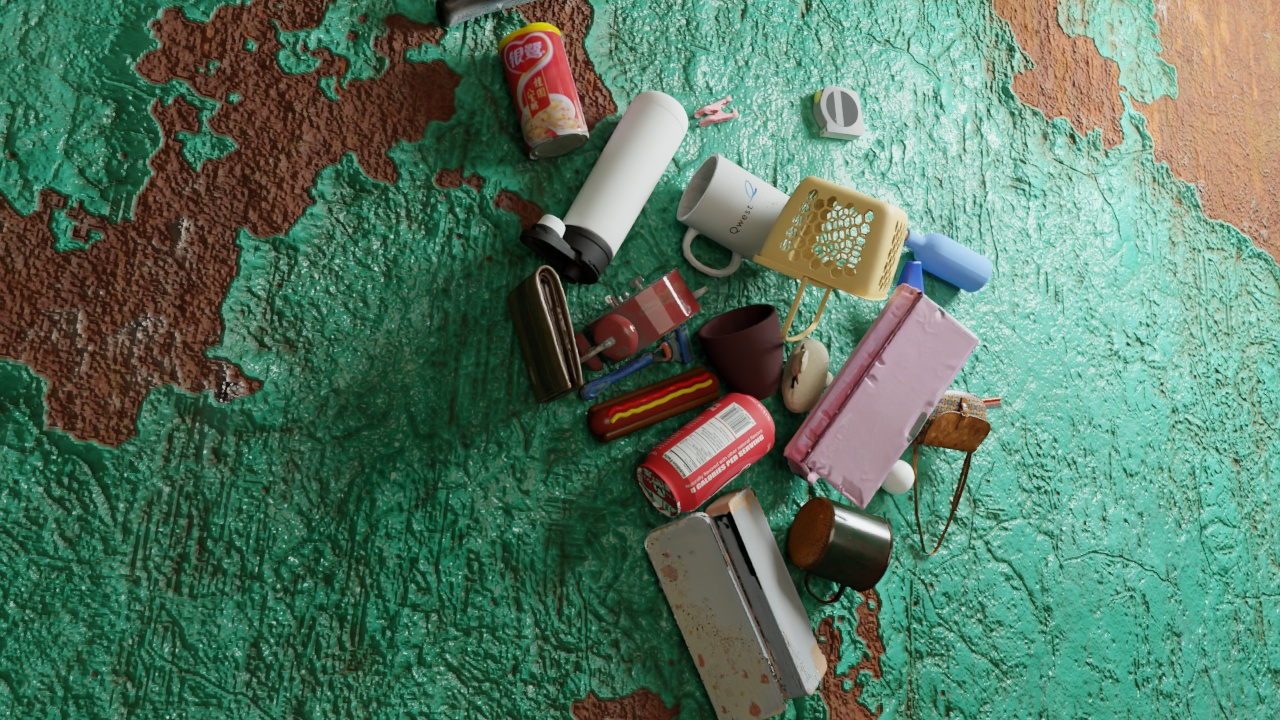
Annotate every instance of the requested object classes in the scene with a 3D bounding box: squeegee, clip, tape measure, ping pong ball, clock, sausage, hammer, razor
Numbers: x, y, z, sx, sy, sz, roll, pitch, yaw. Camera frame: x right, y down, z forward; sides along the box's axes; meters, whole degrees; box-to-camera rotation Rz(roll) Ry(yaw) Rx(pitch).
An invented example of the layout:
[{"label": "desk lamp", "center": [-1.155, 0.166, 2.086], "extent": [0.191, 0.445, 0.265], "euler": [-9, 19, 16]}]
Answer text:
[{"label": "squeegee", "center": [0.323, -0.025, 1.094], "extent": [0.249, 0.055, 0.185], "euler": [-4, 97, -22]}, {"label": "clip", "center": [0.091, -0.284, 1.065], "extent": [0.044, 0.023, 0.060], "euler": [45, 60, -8]}, {"label": "tape measure", "center": [0.245, -0.306, 1.139], "extent": [0.064, 0.017, 0.065], "euler": [0, 79, -24]}, {"label": "ping pong ball", "center": [0.295, 0.134, 1.058], "extent": [0.040, 0.040, 0.040], "euler": [5, 77, -23]}, {"label": "clock", "center": [-0.014, -0.040, 0.915], "extent": [0.156, 0.110, 0.062], "euler": [-36, 96, -32]}, {"label": "sausage", "center": [0.016, 0.044, 0.953], "extent": [0.155, 0.040, 0.040], "euler": [-19, 88, -26]}, {"label": "hammer", "center": [-0.061, -0.418, 0.979], "extent": [0.325, 0.141, 0.036], "euler": [-24, 89, -18]}, {"label": "razor", "center": [-0.006, 0.006, 0.963], "extent": [0.140, 0.018, 0.044], "euler": [-25, 116, -24]}]

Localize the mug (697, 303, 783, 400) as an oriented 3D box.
[{"label": "mug", "center": [0.122, -0.009, 0.999], "extent": [0.113, 0.087, 0.088], "euler": [-45, 119, -52]}]

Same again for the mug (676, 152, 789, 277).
[{"label": "mug", "center": [0.094, -0.152, 1.013], "extent": [0.096, 0.083, 0.119], "euler": [27, 97, -17]}]

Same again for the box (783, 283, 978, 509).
[{"label": "box", "center": [0.263, 0.045, 0.985], "extent": [0.107, 0.099, 0.232], "euler": [33, 79, 24]}]

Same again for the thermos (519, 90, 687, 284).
[{"label": "thermos", "center": [-0.034, -0.188, 0.955], "extent": [0.101, 0.069, 0.229], "euler": [44, 64, -38]}]

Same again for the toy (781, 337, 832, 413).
[{"label": "toy", "center": [0.184, 0.016, 1.024], "extent": [0.112, 0.050, 0.087], "euler": [36, 67, -46]}]

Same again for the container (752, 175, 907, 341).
[{"label": "container", "center": [0.202, -0.097, 0.975], "extent": [0.129, 0.183, 0.167], "euler": [25, 103, 17]}]

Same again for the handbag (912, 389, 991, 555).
[{"label": "handbag", "center": [0.355, 0.131, 1.071], "extent": [0.093, 0.043, 0.195], "euler": [10, 89, -24]}]

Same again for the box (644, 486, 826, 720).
[{"label": "box", "center": [0.099, 0.253, 0.950], "extent": [0.114, 0.096, 0.217], "euler": [-20, 88, -57]}]

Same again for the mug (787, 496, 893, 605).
[{"label": "mug", "center": [0.207, 0.208, 0.986], "extent": [0.081, 0.085, 0.111], "euler": [22, 95, -17]}]

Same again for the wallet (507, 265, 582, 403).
[{"label": "wallet", "center": [-0.094, -0.022, 0.884], "extent": [0.026, 0.099, 0.121], "euler": [-14, 86, -28]}]

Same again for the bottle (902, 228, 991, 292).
[{"label": "bottle", "center": [0.372, -0.131, 1.142], "extent": [0.131, 0.048, 0.048], "euler": [23, 71, -18]}]

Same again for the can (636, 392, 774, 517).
[{"label": "can", "center": [0.070, 0.095, 0.947], "extent": [0.142, 0.075, 0.074], "euler": [-34, 94, -26]}]

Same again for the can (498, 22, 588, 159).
[{"label": "can", "center": [-0.100, -0.277, 0.951], "extent": [0.066, 0.067, 0.124], "euler": [-14, 86, -26]}]
